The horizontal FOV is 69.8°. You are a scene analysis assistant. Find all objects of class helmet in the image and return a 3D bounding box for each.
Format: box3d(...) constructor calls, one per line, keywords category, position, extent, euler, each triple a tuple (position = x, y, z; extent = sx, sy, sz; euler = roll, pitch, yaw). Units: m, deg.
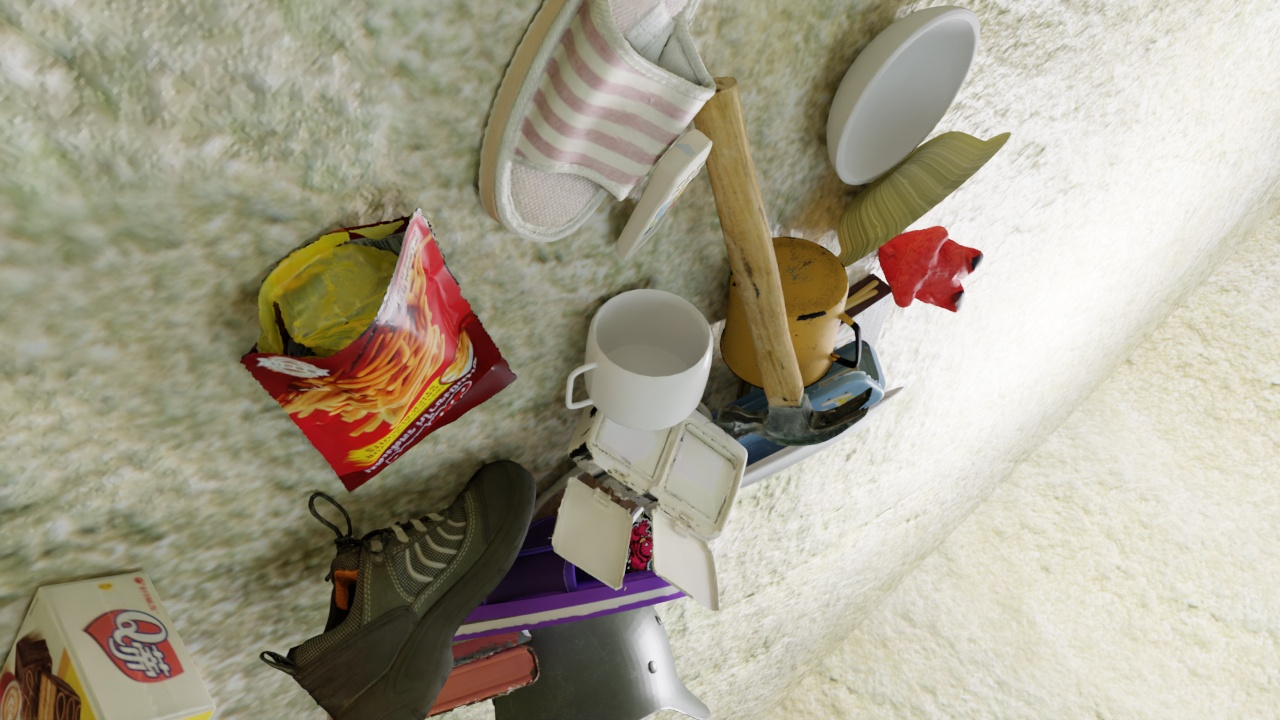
box3d(category="helmet", position=(-0.059, 0.306, 0.928), extent=(0.227, 0.153, 0.267), euler=(-14, 173, 7))

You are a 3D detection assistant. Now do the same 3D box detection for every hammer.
box3d(category="hammer", position=(0.090, -0.053, 0.681), extent=(0.033, 0.132, 0.331), euler=(-65, 147, -40))

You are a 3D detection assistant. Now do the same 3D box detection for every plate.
box3d(category="plate", position=(0.225, -0.148, 0.788), extent=(0.184, 0.036, 0.184), euler=(-40, -176, 3))
box3d(category="plate", position=(0.160, 0.090, 0.934), extent=(0.242, 0.016, 0.242), euler=(-27, 174, -3))

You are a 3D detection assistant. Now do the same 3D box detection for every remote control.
box3d(category="remote control", position=(0.013, -0.104, 0.594), extent=(0.038, 0.018, 0.126), euler=(-47, 179, -26))

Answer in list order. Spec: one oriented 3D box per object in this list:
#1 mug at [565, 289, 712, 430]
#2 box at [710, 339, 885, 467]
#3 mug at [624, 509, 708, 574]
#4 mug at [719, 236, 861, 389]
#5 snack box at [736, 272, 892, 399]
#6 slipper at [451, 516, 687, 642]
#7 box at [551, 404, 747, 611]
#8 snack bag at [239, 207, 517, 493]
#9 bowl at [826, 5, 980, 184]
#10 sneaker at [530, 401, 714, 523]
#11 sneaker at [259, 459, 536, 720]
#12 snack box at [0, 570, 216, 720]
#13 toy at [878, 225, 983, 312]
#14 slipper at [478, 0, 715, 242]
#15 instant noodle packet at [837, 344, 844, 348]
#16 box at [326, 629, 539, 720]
box3d(category="mug", position=(-0.004, 0.004, 0.685), extent=(0.115, 0.094, 0.068), euler=(-22, 146, -23))
box3d(category="box", position=(0.122, 0.044, 0.863), extent=(0.209, 0.073, 0.085), euler=(-30, 149, 26))
box3d(category="mug", position=(0.031, 0.181, 0.994), extent=(0.098, 0.082, 0.117), euler=(-57, 177, 22))
box3d(category="mug", position=(0.132, -0.037, 0.776), extent=(0.100, 0.124, 0.094), euler=(-51, 156, -33))
box3d(category="snack box", position=(0.184, -0.009, 0.975), extent=(0.185, 0.031, 0.101), euler=(-31, 149, -23))
box3d(category="slipper", position=(-0.089, 0.176, 0.765), extent=(0.267, 0.084, 0.107), euler=(-19, 167, 30))
box3d(category="box", position=(0.012, 0.101, 0.707), extent=(0.058, 0.144, 0.187), euler=(-40, -157, 40))
box3d(category="snack bag", position=(-0.152, 0.002, 0.554), extent=(0.138, 0.066, 0.208), euler=(-42, 161, -16))
box3d(category="bowl", position=(0.191, -0.209, 0.705), extent=(0.149, 0.043, 0.150), euler=(-34, 153, -20))
box3d(category="sneaker", position=(-0.027, 0.115, 0.842), extent=(0.236, 0.087, 0.079), euler=(-46, -174, 9))
box3d(category="sneaker", position=(-0.180, 0.145, 0.659), extent=(0.101, 0.143, 0.237), euler=(-43, -167, 45))
box3d(category="snack box", position=(-0.344, 0.247, 0.547), extent=(0.061, 0.110, 0.231), euler=(3, 126, -55))
box3d(category="toy", position=(0.266, -0.103, 0.932), extent=(0.133, 0.094, 0.088), euler=(24, 101, -31))
box3d(category="slipper", position=(-0.001, -0.171, 0.499), extent=(0.114, 0.052, 0.263), euler=(-2, 130, -50))
box3d(category="instant noodle packet", position=(0.204, 0.024, 0.980), extent=(0.087, 0.026, 0.134), euler=(-45, 153, 15))
box3d(category="box", position=(-0.182, 0.287, 0.810), extent=(0.187, 0.056, 0.071), euler=(-15, -172, -10))
